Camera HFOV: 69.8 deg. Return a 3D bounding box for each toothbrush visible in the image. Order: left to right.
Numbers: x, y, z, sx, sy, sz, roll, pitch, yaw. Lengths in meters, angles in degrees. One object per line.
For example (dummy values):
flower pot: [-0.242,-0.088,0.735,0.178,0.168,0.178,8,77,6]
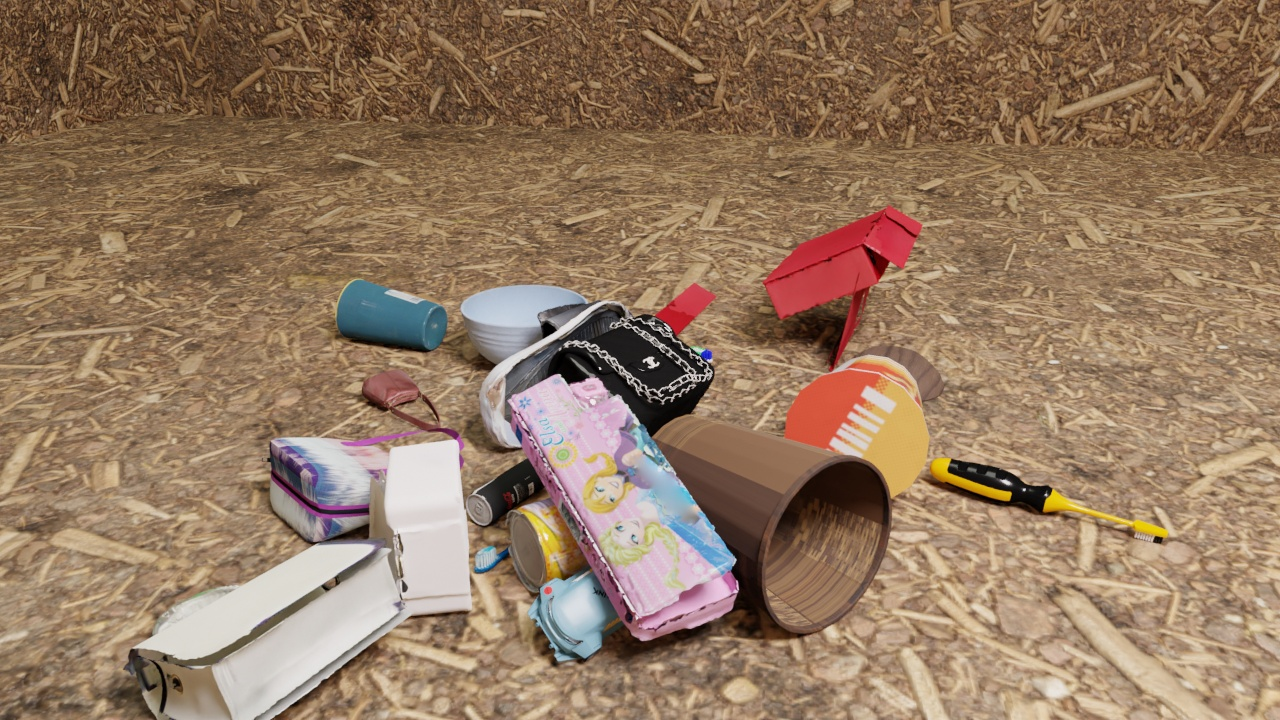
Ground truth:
toothbrush: [-0.086,0.141,0.767,0.021,0.017,0.134,22,31,36]
toothbrush: [0.010,-0.023,1.159,0.187,0.016,0.015,16,27,31]
toothbrush: [0.354,0.122,0.809,0.197,0.031,0.031,16,32,26]

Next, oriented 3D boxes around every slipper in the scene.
slipper: [-0.089,0.005,0.985,0.063,0.111,0.263,7,27,30]

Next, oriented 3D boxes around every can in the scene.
can: [-0.116,0.114,0.811,0.031,0.031,0.080,15,27,30]
can: [-0.045,0.134,0.721,0.104,0.068,0.068,-14,27,-30]

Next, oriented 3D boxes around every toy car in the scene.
toy car: [-0.026,0.168,0.655,0.107,0.028,0.060,-23,71,-44]

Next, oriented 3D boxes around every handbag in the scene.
handbag: [-0.262,0.185,0.620,0.176,0.074,0.150,-7,14,35]
handbag: [-0.237,0.096,0.828,0.169,0.068,0.145,-13,26,-43]
handbag: [-0.247,0.047,0.982,0.055,0.029,0.120,-21,37,-37]
handbag: [-0.005,0.006,0.926,0.125,0.115,0.153,45,43,16]

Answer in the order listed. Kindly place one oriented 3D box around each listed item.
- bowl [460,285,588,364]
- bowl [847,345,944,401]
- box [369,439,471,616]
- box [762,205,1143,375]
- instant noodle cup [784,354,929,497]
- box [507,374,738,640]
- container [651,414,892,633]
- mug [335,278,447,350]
bowl: [-0.138,-0.033,1.103,0.150,0.075,0.150,1,23,-1]
bowl: [0.293,0.009,1.066,0.119,0.032,0.119,0,23,0]
box: [-0.180,0.129,0.684,0.102,0.108,0.102,-7,25,-8]
box: [0.373,-0.097,1.105,0.426,0.128,0.212,11,24,19]
instant noodle cup: [0.210,0.054,0.862,0.123,0.123,0.120,9,17,19]
box: [-0.017,0.090,0.674,0.084,0.063,0.230,-11,45,-29]
container: [0.085,0.112,0.712,0.132,0.132,0.167,-16,22,-33]
mug: [-0.310,-0.054,1.156,0.121,0.078,0.078,13,26,16]
